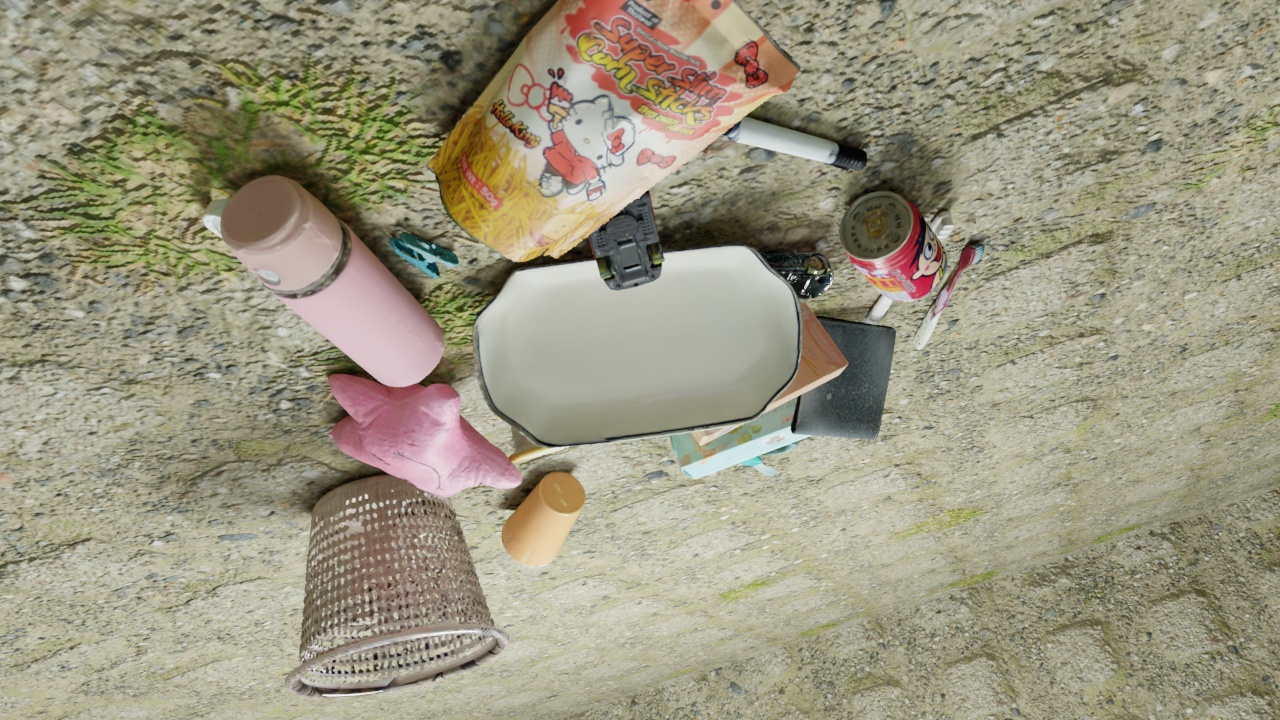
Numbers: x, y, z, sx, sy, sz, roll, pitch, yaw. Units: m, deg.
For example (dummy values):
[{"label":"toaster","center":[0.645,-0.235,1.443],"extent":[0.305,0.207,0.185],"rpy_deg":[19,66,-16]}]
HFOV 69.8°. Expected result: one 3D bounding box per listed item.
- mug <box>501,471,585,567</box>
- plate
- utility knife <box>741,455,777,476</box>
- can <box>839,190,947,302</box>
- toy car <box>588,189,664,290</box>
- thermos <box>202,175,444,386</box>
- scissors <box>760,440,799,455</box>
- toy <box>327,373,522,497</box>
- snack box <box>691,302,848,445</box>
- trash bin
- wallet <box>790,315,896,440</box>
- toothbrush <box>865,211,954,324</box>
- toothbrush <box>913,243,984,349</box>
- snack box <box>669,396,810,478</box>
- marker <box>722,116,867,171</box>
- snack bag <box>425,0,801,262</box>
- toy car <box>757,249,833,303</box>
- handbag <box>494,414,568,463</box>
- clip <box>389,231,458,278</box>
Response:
[{"label":"mug","center":[-0.114,0.190,1.120],"extent":[0.078,0.078,0.123],"rpy_deg":[2,144,-29]},{"label":"plate","center":[-0.002,-0.015,0.751],"extent":[0.265,0.034,0.162],"rpy_deg":[-8,114,-2]},{"label":"utility knife","center":[0.121,0.112,1.120],"extent":[0.029,0.013,0.209],"rpy_deg":[-17,149,25]},{"label":"can","center":[0.209,-0.093,0.758],"extent":[0.067,0.066,0.093],"rpy_deg":[-28,150,23]},{"label":"toy car","center":[-0.016,-0.102,0.650],"extent":[0.053,0.045,0.121],"rpy_deg":[-15,141,-2]},{"label":"thermos","center":[-0.215,-0.050,0.635],"extent":[0.087,0.067,0.199],"rpy_deg":[9,159,19]},{"label":"scissors","center":[0.165,0.072,1.098],"extent":[0.170,0.019,0.177],"rpy_deg":[-31,146,29]},{"label":"toy","center":[-0.206,0.075,0.838],"extent":[0.179,0.074,0.195],"rpy_deg":[2,145,23]},{"label":"snack box","center":[0.099,0.006,0.824],"extent":[0.157,0.084,0.026],"rpy_deg":[-25,160,-19]},{"label":"trash bin","center":[-0.269,0.238,0.992],"extent":[0.227,0.192,0.228],"rpy_deg":[-12,152,-7]},{"label":"wallet","center":[0.205,0.019,0.922],"extent":[0.097,0.121,0.019],"rpy_deg":[6,-172,-20]},{"label":"toothbrush","center":[0.249,-0.078,0.861],"extent":[0.016,0.016,0.180],"rpy_deg":[-5,152,-13]},{"label":"toothbrush","center":[0.308,-0.061,0.927],"extent":[0.017,0.016,0.188],"rpy_deg":[-20,153,-12]},{"label":"snack box","center":[0.118,0.061,0.991],"extent":[0.175,0.074,0.051],"rpy_deg":[-23,151,14]},{"label":"marker","center":[0.110,-0.153,0.652],"extent":[0.130,0.018,0.023],"rpy_deg":[4,156,-33]},{"label":"snack bag","center":[-0.025,-0.145,0.539],"extent":[0.128,0.073,0.208],"rpy_deg":[36,127,-27]},{"label":"toy car","center":[0.113,-0.074,0.783],"extent":[0.105,0.031,0.049],"rpy_deg":[1,149,-12]},{"label":"handbag","center":[-0.032,0.045,0.894],"extent":[0.164,0.063,0.178],"rpy_deg":[-19,172,32]},{"label":"clip","center":[-0.157,-0.077,0.661],"extent":[0.048,0.014,0.057],"rpy_deg":[-24,151,21]}]
